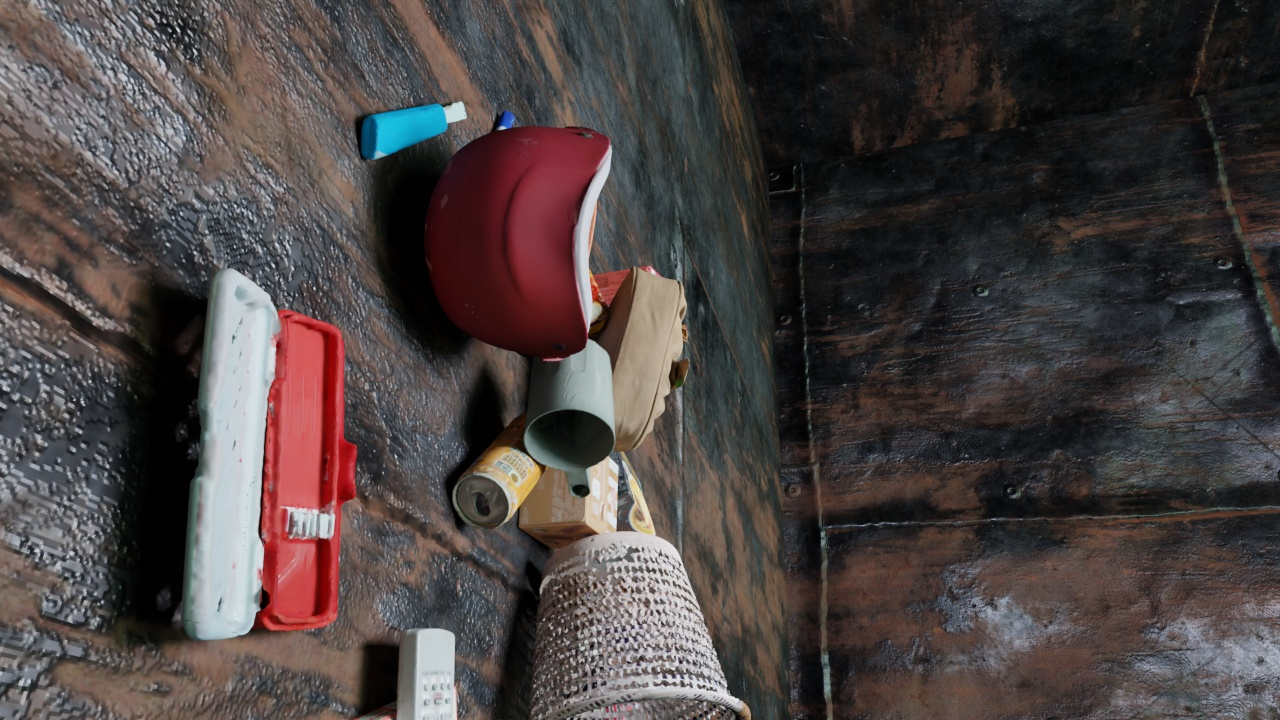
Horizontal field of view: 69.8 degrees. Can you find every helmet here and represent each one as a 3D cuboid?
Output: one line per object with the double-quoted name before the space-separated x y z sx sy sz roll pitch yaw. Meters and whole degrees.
"helmet" -0.119 -0.107 0.815 0.240 0.144 0.207 -173 -90 -76

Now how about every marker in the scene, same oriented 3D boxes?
"marker" -0.154 -0.215 0.965 0.017 0.017 0.145 67 22 -44

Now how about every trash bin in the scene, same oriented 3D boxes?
"trash bin" -0.019 0.290 0.926 0.228 0.228 0.191 64 12 -49

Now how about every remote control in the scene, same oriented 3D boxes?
"remote control" -0.153 0.269 0.657 0.058 0.021 0.149 46 38 -65

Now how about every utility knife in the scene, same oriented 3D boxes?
"utility knife" -0.194 -0.211 0.818 0.207 0.018 0.034 -59 152 -66

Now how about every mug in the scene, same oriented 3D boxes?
"mug" -0.065 0.054 0.885 0.103 0.084 0.124 -93 178 -47

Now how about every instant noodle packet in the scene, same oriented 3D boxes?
"instant noodle packet" -0.079 -0.097 1.026 0.128 0.044 0.111 -128 -162 -60

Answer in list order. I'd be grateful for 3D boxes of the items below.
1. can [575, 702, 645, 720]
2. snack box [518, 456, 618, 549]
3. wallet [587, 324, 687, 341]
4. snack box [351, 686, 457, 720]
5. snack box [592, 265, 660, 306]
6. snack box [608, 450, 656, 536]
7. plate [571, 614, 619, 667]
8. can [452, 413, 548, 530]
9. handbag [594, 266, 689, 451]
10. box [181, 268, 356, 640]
"can" -0.038 0.415 1.026 0.093 0.067 0.066 13 71 -74
"snack box" -0.075 0.145 0.985 0.094 0.077 0.092 54 33 -59
"wallet" -0.016 -0.034 1.171 0.119 0.131 0.035 -11 98 -73
"snack box" -0.177 0.289 0.658 0.155 0.027 0.077 24 60 -72
"snack box" -0.023 -0.080 1.196 0.127 0.113 0.044 29 55 -71
"snack box" -0.025 0.173 1.151 0.113 0.053 0.126 -110 174 -49
"plate" -0.051 0.269 1.104 0.163 0.034 0.164 -70 148 -58
"can" -0.123 0.101 0.867 0.145 0.058 0.058 -55 136 -67
"handbag" -0.006 0.006 1.029 0.148 0.099 0.204 137 -30 -70
"box" -0.223 0.060 0.550 0.161 0.050 0.201 56 31 -74
